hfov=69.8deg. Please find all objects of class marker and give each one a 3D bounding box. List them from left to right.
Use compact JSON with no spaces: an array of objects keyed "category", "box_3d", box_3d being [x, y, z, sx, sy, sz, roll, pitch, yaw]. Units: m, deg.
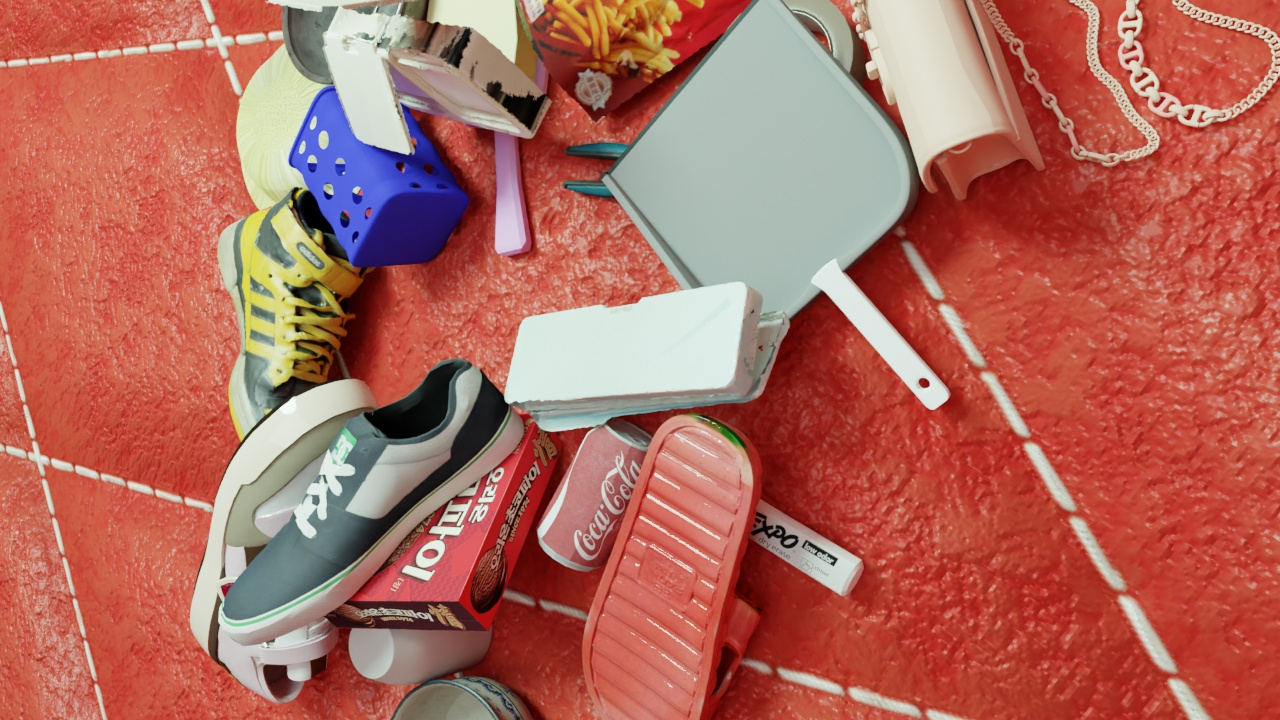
[{"category":"marker","box_3d":[0.080,0.104,0.579,0.126,0.025,0.025,29,100,28]}]

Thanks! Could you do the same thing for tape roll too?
[{"category":"tape roll","box_3d":[0.094,-0.185,0.588,0.094,0.030,0.093,-2,85,29]}]

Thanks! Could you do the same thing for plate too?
[{"category":"plate","box_3d":[-0.308,-0.211,0.812,0.185,0.036,0.184,-2,85,29]}]

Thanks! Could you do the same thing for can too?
[{"category":"can","box_3d":[-0.028,0.090,0.624,0.054,0.054,0.097,34,103,27]}]

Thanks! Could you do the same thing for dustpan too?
[{"category":"dustpan","box_3d":[0.099,-0.076,0.560,0.257,0.033,0.164,51,120,9]}]

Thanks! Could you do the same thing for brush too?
[{"category":"brush","box_3d":[-0.113,-0.194,0.698,0.089,0.043,0.228,-9,82,28]}]

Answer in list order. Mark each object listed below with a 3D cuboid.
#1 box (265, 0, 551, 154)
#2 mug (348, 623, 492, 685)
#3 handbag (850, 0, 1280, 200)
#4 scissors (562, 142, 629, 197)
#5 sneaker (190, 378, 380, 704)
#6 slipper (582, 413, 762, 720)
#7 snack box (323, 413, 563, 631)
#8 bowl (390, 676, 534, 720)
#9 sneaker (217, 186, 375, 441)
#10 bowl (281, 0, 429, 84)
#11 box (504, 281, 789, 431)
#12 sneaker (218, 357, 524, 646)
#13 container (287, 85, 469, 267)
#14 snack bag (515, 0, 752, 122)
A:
[{"category":"box","box_3d":[-0.167,-0.191,0.591,0.144,0.181,0.081,21,85,35]},{"category":"mug","box_3d":[-0.178,0.192,0.680,0.107,0.089,0.071,34,102,27]},{"category":"handbag","box_3d":[0.205,-0.202,0.478,0.188,0.116,0.198,-21,76,26]},{"category":"scissors","box_3d":[0.007,-0.125,0.641,0.135,0.019,0.130,-43,76,28]},{"category":"sneaker","box_3d":[-0.256,0.152,0.698,0.116,0.111,0.294,42,116,23]},{"category":"slipper","box_3d":[0.028,0.146,0.586,0.104,0.059,0.249,23,111,32]},{"category":"snack box","box_3d":[-0.141,0.111,0.644,0.133,0.036,0.151,-8,42,29]},{"category":"bowl","box_3d":[-0.119,0.282,0.658,0.116,0.059,0.115,-2,85,29]},{"category":"sneaker","box_3d":[-0.272,-0.031,0.748,0.122,0.086,0.238,-26,71,29]},{"category":"bowl","box_3d":[-0.217,-0.287,0.747,0.145,0.067,0.145,-3,84,31]},{"category":"box","box_3d":[-0.006,0.000,0.579,0.199,0.085,0.072,-8,123,41]},{"category":"sneaker","box_3d":[-0.191,0.086,0.610,0.235,0.079,0.084,-41,38,-12]},{"category":"container","box_3d":[-0.203,-0.141,0.715,0.085,0.084,0.113,-49,66,35]},{"category":"snack bag","box_3d":[0.017,-0.270,0.617,0.208,0.066,0.139,-32,93,21]}]
